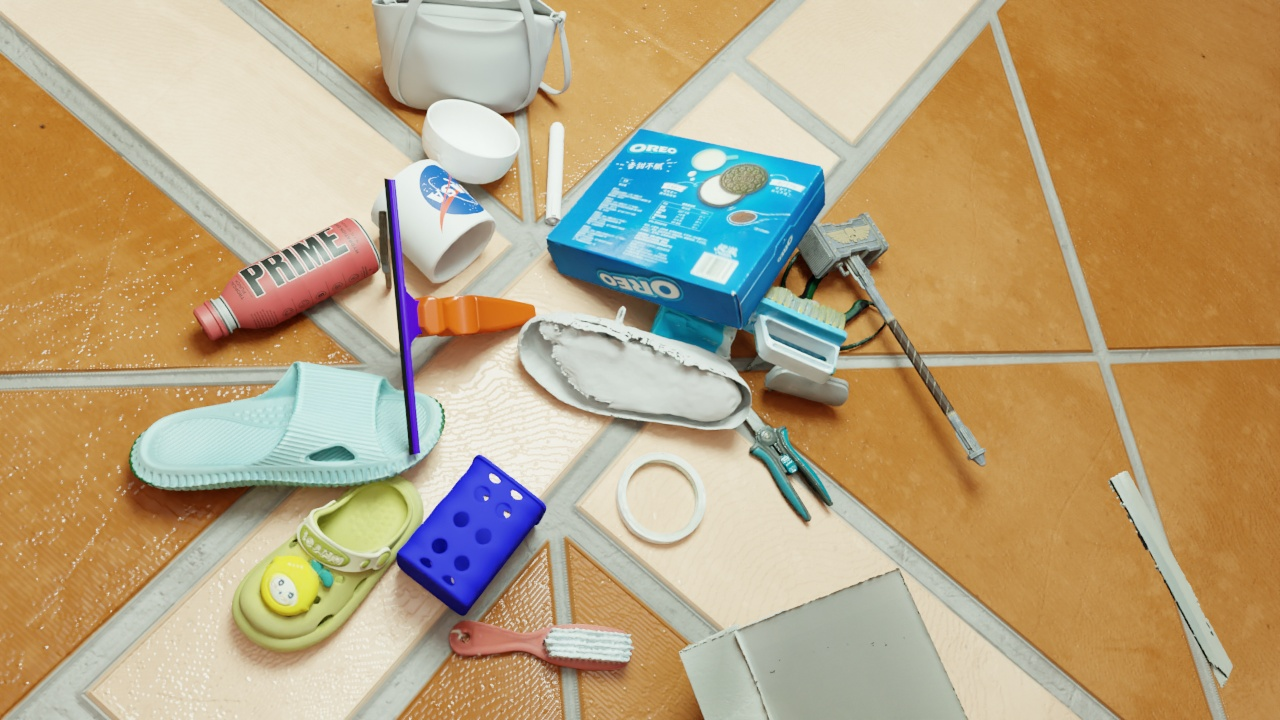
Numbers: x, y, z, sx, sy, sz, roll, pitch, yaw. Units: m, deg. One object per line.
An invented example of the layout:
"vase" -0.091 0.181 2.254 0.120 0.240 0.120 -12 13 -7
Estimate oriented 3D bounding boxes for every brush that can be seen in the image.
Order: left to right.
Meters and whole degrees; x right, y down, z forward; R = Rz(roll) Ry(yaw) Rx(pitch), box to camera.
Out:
"brush" -0.247 -0.097 0.891 0.008 0.143 0.045 -2 77 -13
"brush" -0.089 0.260 0.846 0.172 0.030 0.040 8 66 -11
"brush" 0.142 -0.034 0.951 0.136 0.056 0.075 23 55 -5

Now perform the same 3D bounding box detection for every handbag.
"handbag" -0.173 -0.358 0.975 0.215 0.223 0.095 -1 69 -15

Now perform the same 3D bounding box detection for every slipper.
"slipper" -0.318 0.061 0.835 0.276 0.070 0.115 -5 47 -14
"slipper" -0.269 0.172 0.810 0.091 0.082 0.190 43 62 3
"slipper" -0.006 0.005 0.951 0.246 0.074 0.112 15 96 -6

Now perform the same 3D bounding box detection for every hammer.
"hammer" 0.296 -0.023 1.034 0.098 0.044 0.322 -15 68 -34

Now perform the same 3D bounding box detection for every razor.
"razor" 0.186 -0.014 1.013 0.088 0.047 0.116 15 61 -11

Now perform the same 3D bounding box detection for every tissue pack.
"tissue pack" 0.071 -0.070 1.008 0.093 0.062 0.144 20 64 -6

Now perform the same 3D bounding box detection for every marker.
"marker" -0.097 -0.216 1.048 0.017 0.020 0.133 4 67 -9

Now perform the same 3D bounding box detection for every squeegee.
"squeegee" -0.174 -0.044 0.904 0.184 0.055 0.249 -6 92 -52

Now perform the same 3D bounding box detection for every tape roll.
"tape roll" 0.021 0.140 0.934 0.093 0.013 0.093 5 66 -12

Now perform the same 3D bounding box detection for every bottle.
"bottle" -0.347 -0.076 0.901 0.176 0.062 0.062 -33 79 -24

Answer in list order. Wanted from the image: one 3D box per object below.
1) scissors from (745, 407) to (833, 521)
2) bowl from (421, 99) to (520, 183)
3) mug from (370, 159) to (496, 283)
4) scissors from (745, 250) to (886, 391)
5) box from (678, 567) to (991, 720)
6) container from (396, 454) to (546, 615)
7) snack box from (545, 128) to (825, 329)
"scissors" 0.155 0.102 0.980 0.139 0.019 0.128 13 72 -1
"bowl" -0.188 -0.233 1.002 0.105 0.054 0.104 17 41 -15
"mug" -0.207 -0.147 0.961 0.090 0.091 0.121 45 29 6
"scissors" 0.208 -0.028 1.053 0.154 0.015 0.209 29 64 -3
"box" 0.144 0.252 0.647 0.148 0.507 0.166 -18 74 -17
"container" -0.156 0.161 0.840 0.084 0.085 0.113 37 65 3
"snack box" 0.048 -0.149 0.978 0.239 0.056 0.195 20 59 30
